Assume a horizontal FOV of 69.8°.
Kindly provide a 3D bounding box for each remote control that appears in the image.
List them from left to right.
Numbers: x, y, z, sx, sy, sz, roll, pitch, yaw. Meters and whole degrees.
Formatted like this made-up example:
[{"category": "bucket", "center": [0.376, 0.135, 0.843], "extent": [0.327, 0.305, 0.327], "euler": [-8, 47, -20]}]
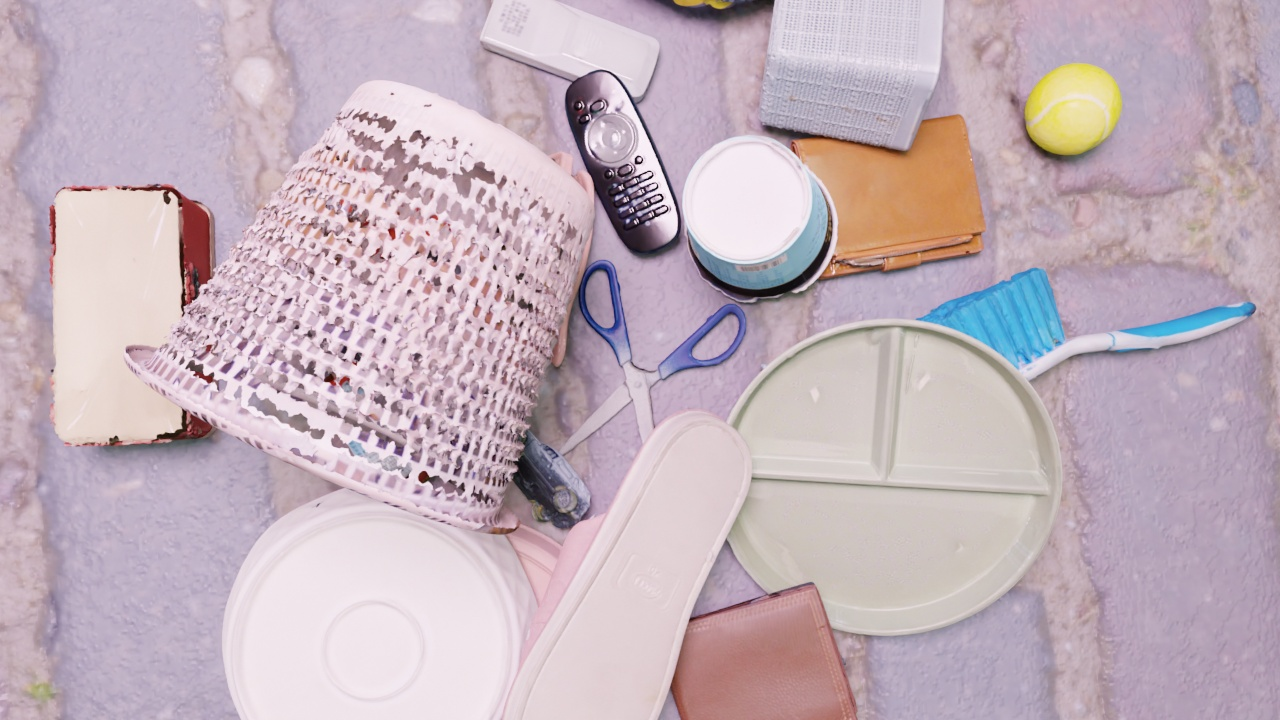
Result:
[{"category": "remote control", "center": [-0.050, -0.231, 0.666], "extent": [0.125, 0.024, 0.049], "euler": [19, 85, -3]}, {"category": "remote control", "center": [-0.012, -0.142, 0.661], "extent": [0.053, 0.024, 0.136], "euler": [-23, 91, 12]}]

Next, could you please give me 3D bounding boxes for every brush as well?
[{"category": "brush", "center": [-0.072, -0.069, 0.639], "extent": [0.073, 0.063, 0.145], "euler": [8, 87, -35]}, {"category": "brush", "center": [0.310, -0.021, 0.676], "extent": [0.314, 0.060, 0.109], "euler": [-25, 90, -11]}]

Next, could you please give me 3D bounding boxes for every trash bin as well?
[{"category": "trash bin", "center": [-0.131, -0.036, 0.516], "extent": [0.227, 0.227, 0.192], "euler": [26, 85, -3]}]

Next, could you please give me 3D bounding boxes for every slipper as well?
[{"category": "slipper", "center": [-0.012, 0.158, 0.603], "extent": [0.114, 0.054, 0.274], "euler": [27, 85, -28]}]

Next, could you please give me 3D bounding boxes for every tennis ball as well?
[{"category": "tennis ball", "center": [0.319, -0.185, 0.677], "extent": [0.065, 0.065, 0.065], "euler": [0, 87, -6]}]

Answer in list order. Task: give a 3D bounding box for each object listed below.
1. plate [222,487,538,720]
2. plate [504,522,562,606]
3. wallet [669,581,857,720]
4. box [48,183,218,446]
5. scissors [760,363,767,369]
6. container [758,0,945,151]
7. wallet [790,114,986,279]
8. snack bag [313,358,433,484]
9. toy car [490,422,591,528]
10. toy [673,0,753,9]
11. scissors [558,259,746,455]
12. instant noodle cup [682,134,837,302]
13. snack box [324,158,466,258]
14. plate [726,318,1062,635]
[{"category": "plate", "center": [-0.169, 0.182, 0.593], "extent": [0.205, 0.045, 0.205], "euler": [0, 86, -5]}, {"category": "plate", "center": [-0.125, 0.222, 0.631], "extent": [0.229, 0.028, 0.229], "euler": [0, 86, -5]}, {"category": "wallet", "center": [0.080, 0.217, 0.641], "extent": [0.124, 0.032, 0.101], "euler": [-18, 89, 7]}, {"category": "box", "center": [-0.335, -0.029, 0.601], "extent": [0.091, 0.077, 0.168], "euler": [-3, 86, -6]}, {"category": "scissors", "center": [0.141, 0.046, 0.666], "extent": [0.137, 0.017, 0.093], "euler": [6, 76, -11]}, {"category": "container", "center": [0.144, -0.211, 0.639], "extent": [0.111, 0.090, 0.090], "euler": [9, 68, 4]}, {"category": "wallet", "center": [0.184, -0.121, 0.679], "extent": [0.132, 0.031, 0.107], "euler": [-11, 86, -5]}, {"category": "snack bag", "center": [-0.189, 0.050, 0.635], "extent": [0.048, 0.026, 0.104], "euler": [-38, 91, 1]}, {"category": "toy car", "center": [-0.071, 0.077, 0.638], "extent": [0.090, 0.043, 0.034], "euler": [50, 56, -4]}, {"category": "toy", "center": [0.034, -0.322, 0.654], "extent": [0.356, 0.092, 0.137], "euler": [19, 57, -5]}, {"category": "scissors", "center": [0.001, 0.003, 0.664], "extent": [0.175, 0.012, 0.162], "euler": [-32, 91, -5]}, {"category": "instant noodle cup", "center": [0.075, -0.098, 0.609], "extent": [0.111, 0.120, 0.111], "euler": [0, 89, 12]}, {"category": "snack box", "center": [-0.161, -0.116, 0.625], "extent": [0.091, 0.082, 0.080], "euler": [-18, 102, -6]}, {"category": "plate", "center": [0.166, 0.082, 0.632], "extent": [0.230, 0.027, 0.230], "euler": [2, 105, 8]}]
